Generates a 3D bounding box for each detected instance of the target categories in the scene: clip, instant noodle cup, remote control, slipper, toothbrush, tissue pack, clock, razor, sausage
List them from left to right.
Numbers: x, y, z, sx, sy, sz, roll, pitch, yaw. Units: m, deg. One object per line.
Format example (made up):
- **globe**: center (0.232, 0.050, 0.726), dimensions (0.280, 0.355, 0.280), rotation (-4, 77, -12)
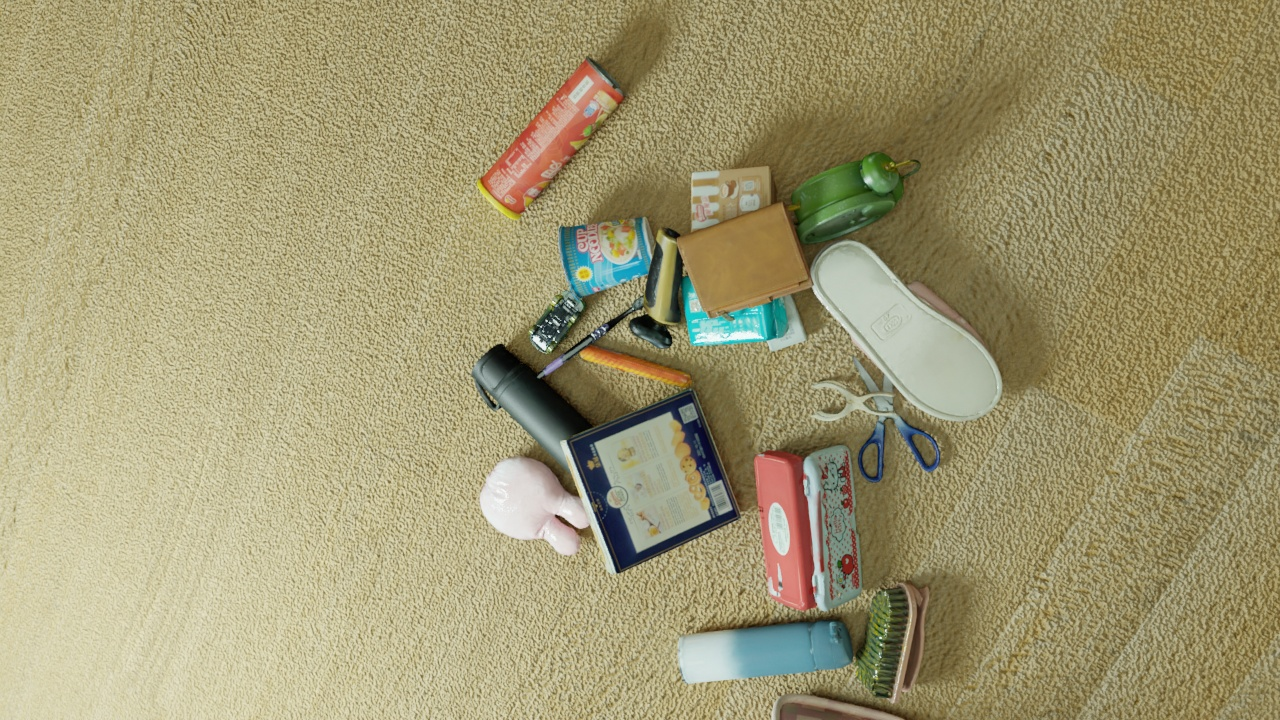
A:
- **toothbrush**: center (-0.060, -0.031, 1.195), dimensions (0.189, 0.016, 0.014), rotation (-36, 89, 5)
- **instant noodle cup**: center (-0.037, -0.135, 1.157), dimensions (0.110, 0.099, 0.099), rotation (-13, 94, 9)
- **sausage**: center (-0.007, 0.007, 1.201), dimensions (0.165, 0.021, 0.021), rotation (16, 102, 13)
- **razor**: center (0.024, -0.089, 1.125), dimensions (0.062, 0.067, 0.168), rotation (56, 149, 40)
- **tissue pack**: center (0.111, -0.067, 1.128), dimensions (0.134, 0.050, 0.093), rotation (-4, 100, 38)
- **remote control**: center (0.164, -0.077, 1.142), dimensions (0.049, 0.024, 0.125), rotation (-20, 93, 17)
- **clip**: center (0.255, 0.063, 1.126), dimensions (0.104, 0.034, 0.087), rotation (23, 103, 17)
- **clock**: center (0.246, -0.190, 1.058), dimensions (0.161, 0.116, 0.056), rotation (-22, 81, 19)
- **slipper**: center (0.312, -0.036, 1.089), dimensions (0.274, 0.054, 0.114), rotation (42, 99, 1)

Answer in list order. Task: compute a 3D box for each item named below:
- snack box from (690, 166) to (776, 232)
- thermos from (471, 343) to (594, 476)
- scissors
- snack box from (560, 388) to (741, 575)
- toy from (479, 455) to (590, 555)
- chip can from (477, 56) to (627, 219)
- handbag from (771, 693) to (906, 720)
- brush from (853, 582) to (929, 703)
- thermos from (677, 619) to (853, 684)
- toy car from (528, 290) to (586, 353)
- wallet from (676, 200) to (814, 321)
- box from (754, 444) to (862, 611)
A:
- **snack box**: center (0.114, -0.173, 1.103), dimensions (0.094, 0.077, 0.092), rotation (-2, 80, 15)
- **thermos**: center (-0.123, 0.086, 1.227), dimensions (0.242, 0.068, 0.090), rotation (43, 133, 8)
- **scissors**: center (0.303, 0.076, 1.133), dimensions (0.162, 0.012, 0.163), rotation (38, 105, 9)
- **snack box**: center (0.013, 0.151, 1.159), dimensions (0.182, 0.046, 0.178), rotation (-21, 93, -15)
- **toy**: center (-0.142, 0.200, 1.247), dimensions (0.159, 0.054, 0.121), rotation (29, 111, 10)
- **chip can**: center (-0.114, -0.280, 1.162), dimensions (0.073, 0.073, 0.217), rotation (46, 107, 5)
- **handbag**: center (0.239, 0.505, 1.095), dimensions (0.193, 0.233, 0.093), rotation (10, 102, 13)
- **brush**: center (0.319, 0.347, 1.145), dimensions (0.073, 0.063, 0.146), rotation (8, 99, -16)
- **thermos**: center (0.161, 0.377, 1.187), dimensions (0.221, 0.070, 0.070), rotation (-11, 95, 16)
- **toy car**: center (-0.109, -0.051, 1.212), dimensions (0.043, 0.036, 0.091), rotation (42, 105, 5)
- **wallet**: center (0.121, -0.105, 1.047), dimensions (0.131, 0.035, 0.119), rotation (-17, 109, 20)
- **box**: center (0.213, 0.207, 1.162), dimensions (0.095, 0.100, 0.201), rotation (4, 103, 55)
